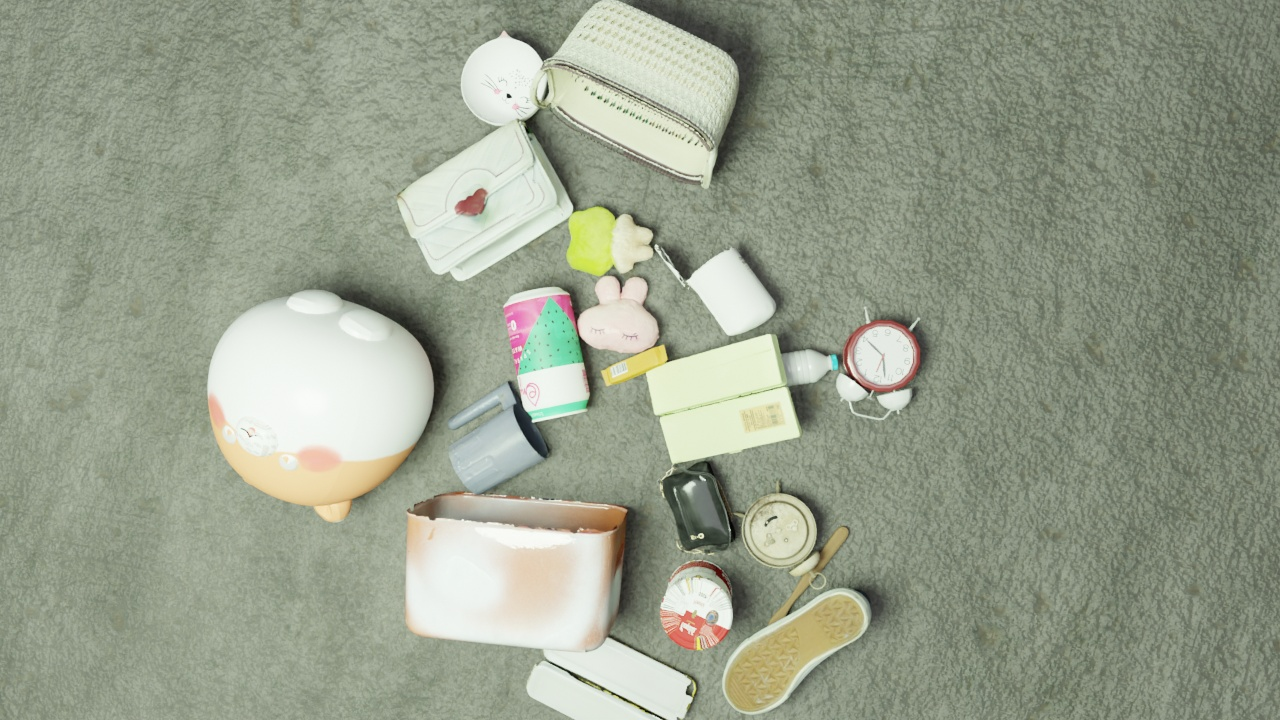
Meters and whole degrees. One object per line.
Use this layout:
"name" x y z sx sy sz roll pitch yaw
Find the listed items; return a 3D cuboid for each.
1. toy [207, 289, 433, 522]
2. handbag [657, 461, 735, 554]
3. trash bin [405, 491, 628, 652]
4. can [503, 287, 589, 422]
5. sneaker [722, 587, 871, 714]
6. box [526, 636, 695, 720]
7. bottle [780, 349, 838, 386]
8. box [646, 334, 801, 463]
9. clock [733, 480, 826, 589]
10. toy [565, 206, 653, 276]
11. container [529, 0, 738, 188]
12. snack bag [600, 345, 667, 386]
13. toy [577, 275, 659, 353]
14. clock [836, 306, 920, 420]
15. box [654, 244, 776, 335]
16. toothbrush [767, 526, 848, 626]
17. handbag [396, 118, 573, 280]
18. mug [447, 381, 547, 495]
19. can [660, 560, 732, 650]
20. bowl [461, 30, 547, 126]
"toy" -0.402 0.056 1.144 0.263 0.265 0.281 23 107 8
"handbag" 0.072 0.192 1.194 0.079 0.054 0.128 -20 90 9
"trash bin" -0.151 0.262 1.154 0.260 0.181 0.157 3 91 5
"can" -0.121 -0.008 1.198 0.088 0.088 0.166 -12 88 6
"sneaker" 0.200 0.361 1.171 0.236 0.079 0.087 -45 75 21
"box" -0.041 0.434 1.213 0.210 0.045 0.128 24 94 5
"bottle" 0.186 0.013 1.188 0.136 0.044 0.044 -9 88 6
"box" 0.103 0.053 1.172 0.188 0.030 0.138 -14 87 29
"clock" 0.190 0.233 1.180 0.093 0.054 0.141 -37 78 5
"toy" -0.040 -0.157 1.212 0.118 0.043 0.092 3 84 11
"container" 0.004 -0.333 1.151 0.251 0.185 0.143 27 80 4
"snack bag" -0.007 0.007 1.208 0.099 0.020 0.026 -24 75 26
"toy" -0.028 -0.062 1.211 0.108 0.053 0.105 3 75 7
"clock" 0.305 0.006 1.173 0.096 0.048 0.137 12 89 6
"box" 0.095 -0.105 1.182 0.095 0.084 0.165 -34 84 13
"toothbrush" 0.218 0.284 1.197 0.016 0.016 0.167 37 91 5
"handbag" -0.206 -0.211 1.201 0.199 0.096 0.142 -30 84 12
"mug" -0.195 0.103 1.217 0.104 0.084 0.124 -31 62 7
"can" 0.072 0.307 1.160 0.087 0.116 0.086 0 89 6
"bowl" -0.177 -0.366 1.227 0.115 0.050 0.114 0 89 6
